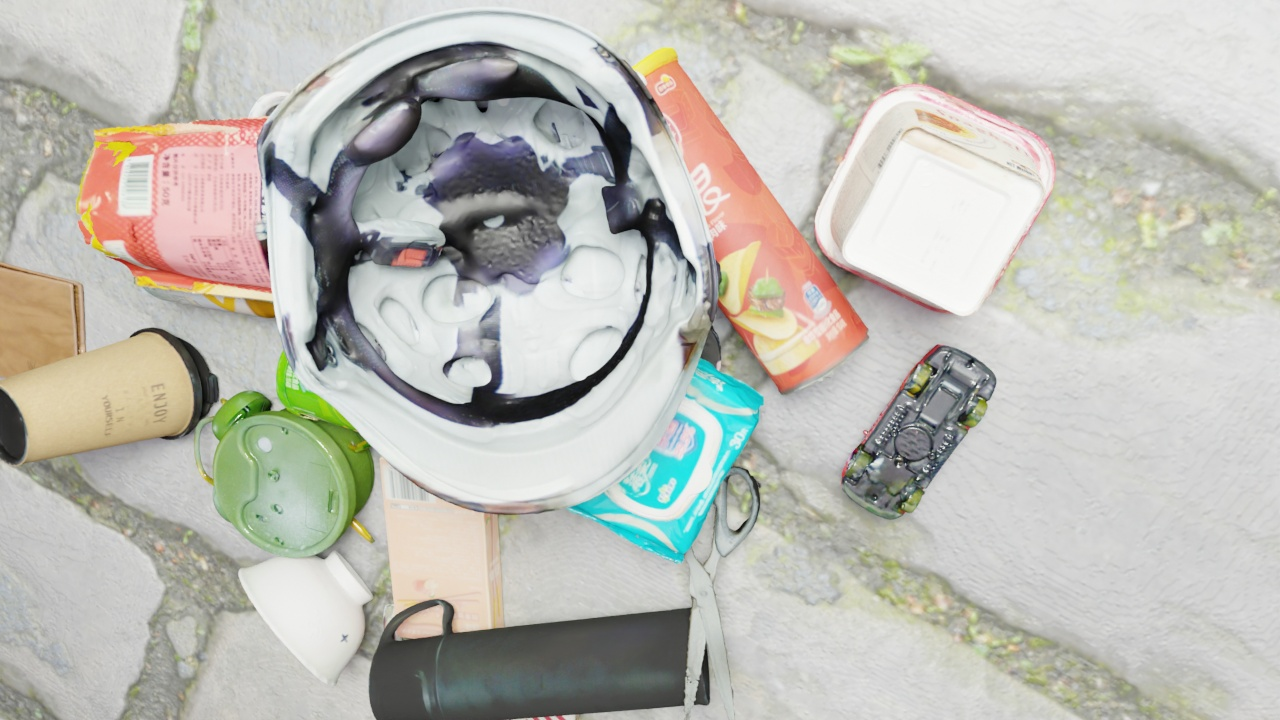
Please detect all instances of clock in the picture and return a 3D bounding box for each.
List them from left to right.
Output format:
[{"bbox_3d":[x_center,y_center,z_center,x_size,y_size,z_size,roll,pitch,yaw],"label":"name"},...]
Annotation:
[{"bbox_3d":[-0.282,0.086,0.718,0.161,0.056,0.116,13,108,11],"label":"clock"}]

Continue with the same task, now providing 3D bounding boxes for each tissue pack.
[{"bbox_3d":[0.013,0.060,0.598,0.093,0.050,0.134,24,107,-2],"label":"tissue pack"}]

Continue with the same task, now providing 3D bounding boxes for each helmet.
[{"bbox_3d":[-0.077,-0.059,0.515,0.229,0.145,0.259,-15,112,4],"label":"helmet"}]

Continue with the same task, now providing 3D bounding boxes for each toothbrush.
[{"bbox_3d":[-0.210,0.290,0.778,0.016,0.017,0.188,7,108,13],"label":"toothbrush"}]

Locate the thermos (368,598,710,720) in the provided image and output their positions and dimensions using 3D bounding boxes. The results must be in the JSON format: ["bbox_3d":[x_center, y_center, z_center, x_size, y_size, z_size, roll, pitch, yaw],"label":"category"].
[{"bbox_3d":[-0.074,0.215,0.674,0.242,0.068,0.090,-6,77,6],"label":"thermos"}]

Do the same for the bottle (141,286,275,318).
[{"bbox_3d":[-0.272,-0.065,0.665,0.190,0.067,0.068,9,108,13],"label":"bottle"}]

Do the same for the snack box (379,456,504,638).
[{"bbox_3d":[-0.153,0.146,0.715,0.084,0.026,0.157,3,107,14],"label":"snack box"}]

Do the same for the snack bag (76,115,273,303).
[{"bbox_3d":[-0.247,-0.095,0.588,0.208,0.073,0.129,2,113,10],"label":"snack bag"}]

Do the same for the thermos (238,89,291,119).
[{"bbox_3d":[-0.189,-0.135,0.629,0.199,0.067,0.087,12,78,13],"label":"thermos"}]

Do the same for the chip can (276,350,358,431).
[{"bbox_3d":[-0.153,0.028,0.639,0.221,0.072,0.073,14,109,23],"label":"chip can"}]

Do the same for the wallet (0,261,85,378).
[{"bbox_3d":[-0.520,-0.029,0.771,0.115,0.020,0.101,12,110,9],"label":"wallet"}]

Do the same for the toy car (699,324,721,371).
[{"bbox_3d":[-0.004,0.004,0.629,0.122,0.037,0.056,-19,106,12],"label":"toy car"}]

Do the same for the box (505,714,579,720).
[{"bbox_3d":[-0.125,0.263,0.738,0.164,0.051,0.068,10,94,11],"label":"box"}]

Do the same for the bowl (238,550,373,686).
[{"bbox_3d":[-0.254,0.190,0.729,0.064,0.118,0.118,-40,93,-17],"label":"bowl"}]

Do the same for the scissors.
[{"bbox_3d":[0.040,0.153,0.633,0.163,0.014,0.165,38,91,22],"label":"scissors"}]

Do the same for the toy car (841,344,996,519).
[{"bbox_3d":[0.176,0.046,0.586,0.053,0.045,0.121,33,106,6],"label":"toy car"}]

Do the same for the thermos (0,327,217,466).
[{"bbox_3d":[-0.409,0.029,0.697,0.093,0.143,0.093,7,106,27],"label":"thermos"}]

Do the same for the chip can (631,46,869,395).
[{"bbox_3d":[0.053,-0.083,0.569,0.073,0.073,0.216,-34,95,21],"label":"chip can"}]

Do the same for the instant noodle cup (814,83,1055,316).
[{"bbox_3d":[0.163,-0.084,0.510,0.116,0.124,0.117,27,111,7],"label":"instant noodle cup"}]
